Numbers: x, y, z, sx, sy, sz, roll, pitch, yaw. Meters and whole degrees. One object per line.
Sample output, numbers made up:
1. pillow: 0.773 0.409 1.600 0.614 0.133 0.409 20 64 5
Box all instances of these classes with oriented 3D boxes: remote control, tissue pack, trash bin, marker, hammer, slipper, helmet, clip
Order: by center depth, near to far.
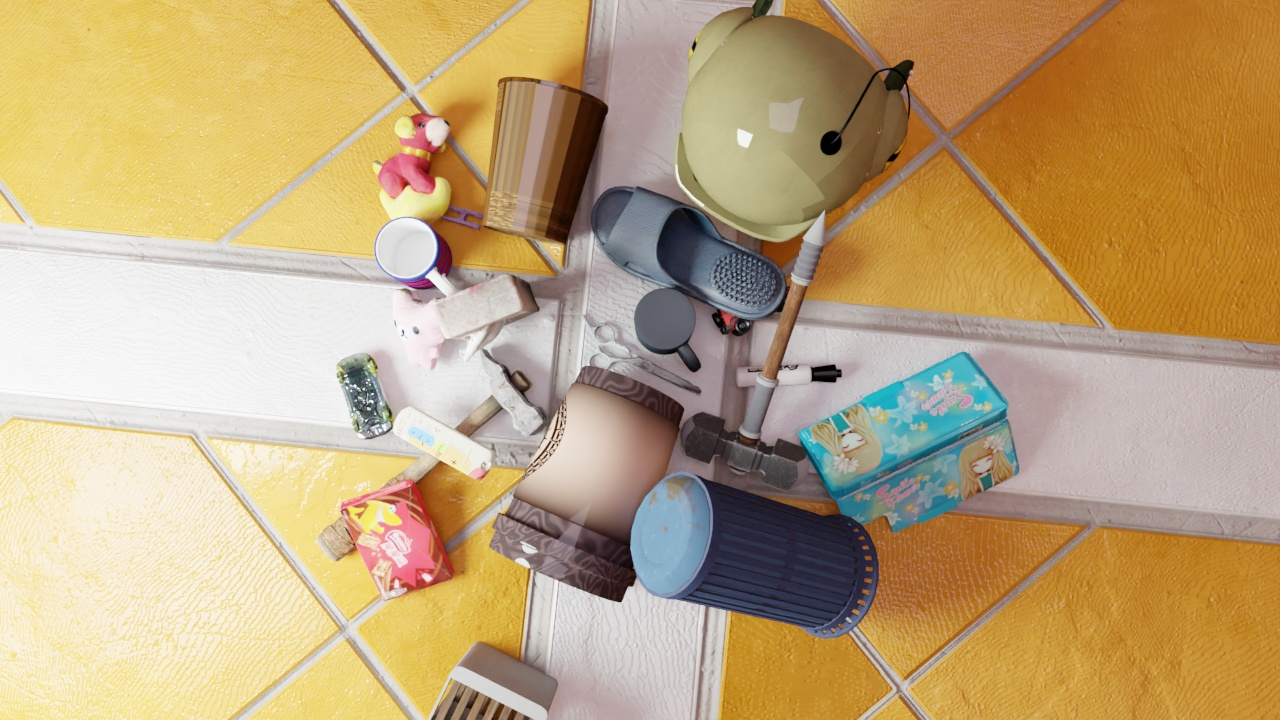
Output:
1. trash bin: 0.118 0.207 0.979 0.249 0.139 0.139 21 86 -32
2. helmet: 0.150 -0.252 0.998 0.250 0.256 0.232 31 85 3
3. hammer: 0.152 -0.012 1.017 0.156 0.043 0.323 19 116 9
4. trash bin: -0.197 0.458 1.038 0.114 0.114 0.228 26 87 2
5. tissue pack: -0.171 -0.049 1.039 0.104 0.181 0.071 -24 95 -1
6. slipper: 0.046 -0.131 1.066 0.264 0.082 0.101 30 86 18
7. remote control: -0.229 0.096 1.068 0.125 0.018 0.038 28 88 7
8. hammer: -0.258 0.123 1.099 0.319 0.049 0.121 -41 84 0
9. marker: 0.179 0.018 1.105 0.126 0.025 0.025 -2 86 1
10. clip: -0.218 -0.181 1.132 0.053 0.013 0.037 31 88 0

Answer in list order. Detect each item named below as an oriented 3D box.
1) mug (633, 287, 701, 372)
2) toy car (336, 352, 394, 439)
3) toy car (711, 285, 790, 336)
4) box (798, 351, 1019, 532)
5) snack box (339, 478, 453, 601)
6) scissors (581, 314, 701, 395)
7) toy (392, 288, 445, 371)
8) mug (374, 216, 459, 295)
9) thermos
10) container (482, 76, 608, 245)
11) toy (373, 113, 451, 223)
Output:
1. mug: 0.038 -0.031 1.084 0.071 0.077 0.105 -35 86 -2
2. toy car: -0.331 0.043 1.109 0.048 0.033 0.105 -20 82 1
3. toy car: 0.135 -0.066 1.098 0.100 0.051 0.049 -30 88 -1
4. box: 0.322 0.108 1.074 0.227 0.083 0.172 -26 86 -1
5. snack box: -0.285 0.212 1.078 0.089 0.021 0.133 -19 109 -1
6. scissors: 0.000 -0.007 1.115 0.172 0.014 0.090 5 87 4
7. toy: -0.262 -0.035 1.100 0.099 0.052 0.096 17 111 35
8. mug: -0.257 -0.114 1.096 0.112 0.076 0.075 45 88 3
9. thermos: -0.051 0.134 1.036 0.173 0.173 0.226 23 80 2
10. container: -0.120 -0.229 1.081 0.132 0.132 0.167 12 92 2
11. toy: -0.277 -0.232 1.116 0.105 0.067 0.137 10 96 9
